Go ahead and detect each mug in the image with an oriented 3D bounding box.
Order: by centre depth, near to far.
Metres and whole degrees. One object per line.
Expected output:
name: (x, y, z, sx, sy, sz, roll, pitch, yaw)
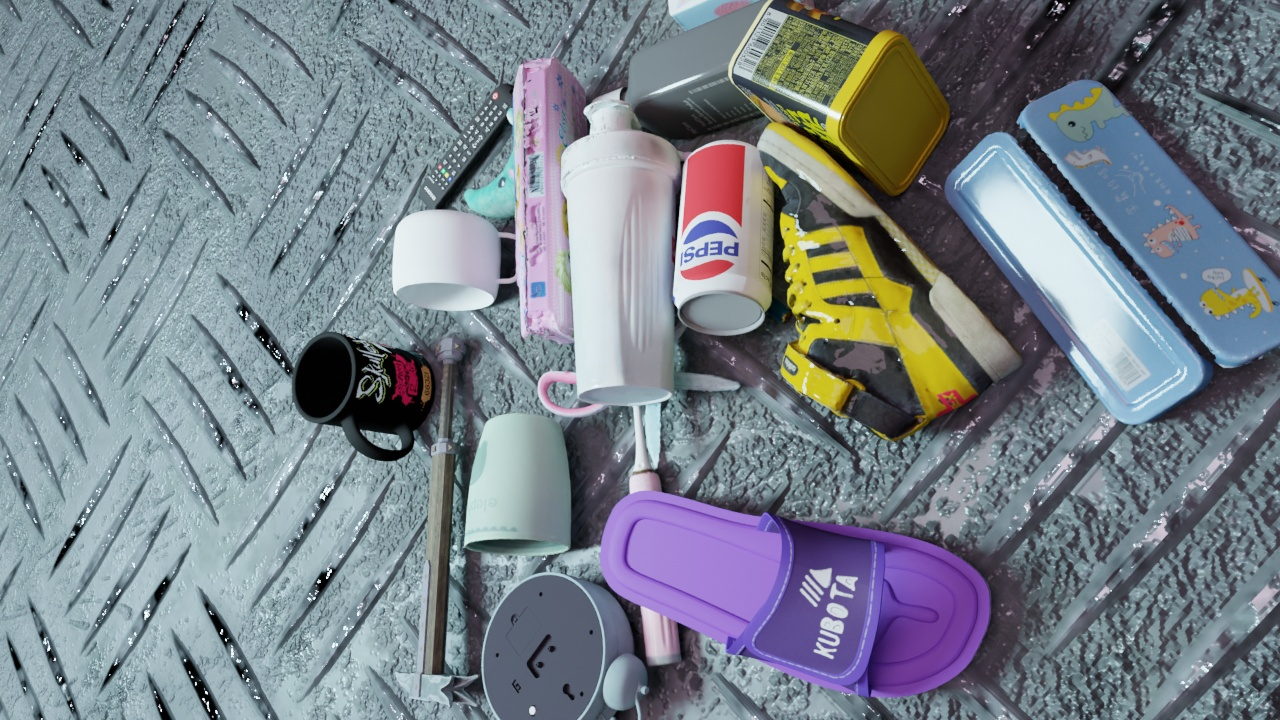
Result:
mug: (-0.105, 0.105, 0.755, 0.112, 0.084, 0.104, -32, 52, 53)
mug: (-0.162, -0.089, 0.818, 0.116, 0.094, 0.068, -1, 77, 8)
mug: (-0.246, 0.038, 0.836, 0.082, 0.098, 0.118, -34, 65, 21)

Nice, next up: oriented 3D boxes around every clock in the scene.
clock: (-0.056, 0.234, 0.699, 0.159, 0.045, 0.122, 41, 98, 39)

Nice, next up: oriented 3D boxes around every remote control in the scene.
remote control: (-0.164, -0.203, 0.884, 0.147, 0.015, 0.033, -48, 60, 14)

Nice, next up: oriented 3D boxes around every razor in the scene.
razor: (0.061, -0.073, 0.717, 0.144, 0.022, 0.042, 41, 103, 30)

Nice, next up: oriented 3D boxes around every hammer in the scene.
hammer: (-0.178, 0.132, 0.806, 0.147, 0.028, 0.316, -22, 63, 52)

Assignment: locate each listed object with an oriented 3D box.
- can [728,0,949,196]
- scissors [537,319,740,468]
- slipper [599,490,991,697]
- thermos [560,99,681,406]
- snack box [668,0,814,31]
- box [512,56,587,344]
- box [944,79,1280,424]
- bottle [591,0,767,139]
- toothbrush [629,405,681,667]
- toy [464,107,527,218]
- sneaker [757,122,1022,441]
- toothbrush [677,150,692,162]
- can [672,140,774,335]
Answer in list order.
can: (0.136, -0.181, 0.629, 0.101, 0.130, 0.072, 38, 100, 34)
scissors: (0.000, -0.001, 0.726, 0.171, 0.013, 0.176, 2, 70, 25)
slipper: (0.084, 0.148, 0.602, 0.267, 0.084, 0.107, 11, 82, 26)
thermos: (-0.015, -0.078, 0.703, 0.099, 0.099, 0.220, -9, 74, 30)
snack box: (0.076, -0.310, 0.721, 0.093, 0.079, 0.094, -12, 75, 29)
box: (-0.087, -0.130, 0.766, 0.071, 0.084, 0.230, -4, 83, 17)
box: (0.289, -0.073, 0.566, 0.125, 0.043, 0.209, -38, 65, 21)
bottle: (0.040, -0.216, 0.722, 0.174, 0.083, 0.046, -11, 74, 30)
toothbrush: (0.007, 0.119, 0.708, 0.027, 0.026, 0.222, -9, 74, 11)
toy: (-0.116, -0.174, 0.838, 0.085, 0.033, 0.105, 37, 98, 32)
sneaker: (0.131, -0.048, 0.628, 0.122, 0.086, 0.238, -43, 65, 12)
toothbrush: (0.023, -0.173, 0.764, 0.155, 0.015, 0.022, 14, 53, 32)
can: (0.062, -0.091, 0.674, 0.070, 0.070, 0.132, -10, 60, 29)
